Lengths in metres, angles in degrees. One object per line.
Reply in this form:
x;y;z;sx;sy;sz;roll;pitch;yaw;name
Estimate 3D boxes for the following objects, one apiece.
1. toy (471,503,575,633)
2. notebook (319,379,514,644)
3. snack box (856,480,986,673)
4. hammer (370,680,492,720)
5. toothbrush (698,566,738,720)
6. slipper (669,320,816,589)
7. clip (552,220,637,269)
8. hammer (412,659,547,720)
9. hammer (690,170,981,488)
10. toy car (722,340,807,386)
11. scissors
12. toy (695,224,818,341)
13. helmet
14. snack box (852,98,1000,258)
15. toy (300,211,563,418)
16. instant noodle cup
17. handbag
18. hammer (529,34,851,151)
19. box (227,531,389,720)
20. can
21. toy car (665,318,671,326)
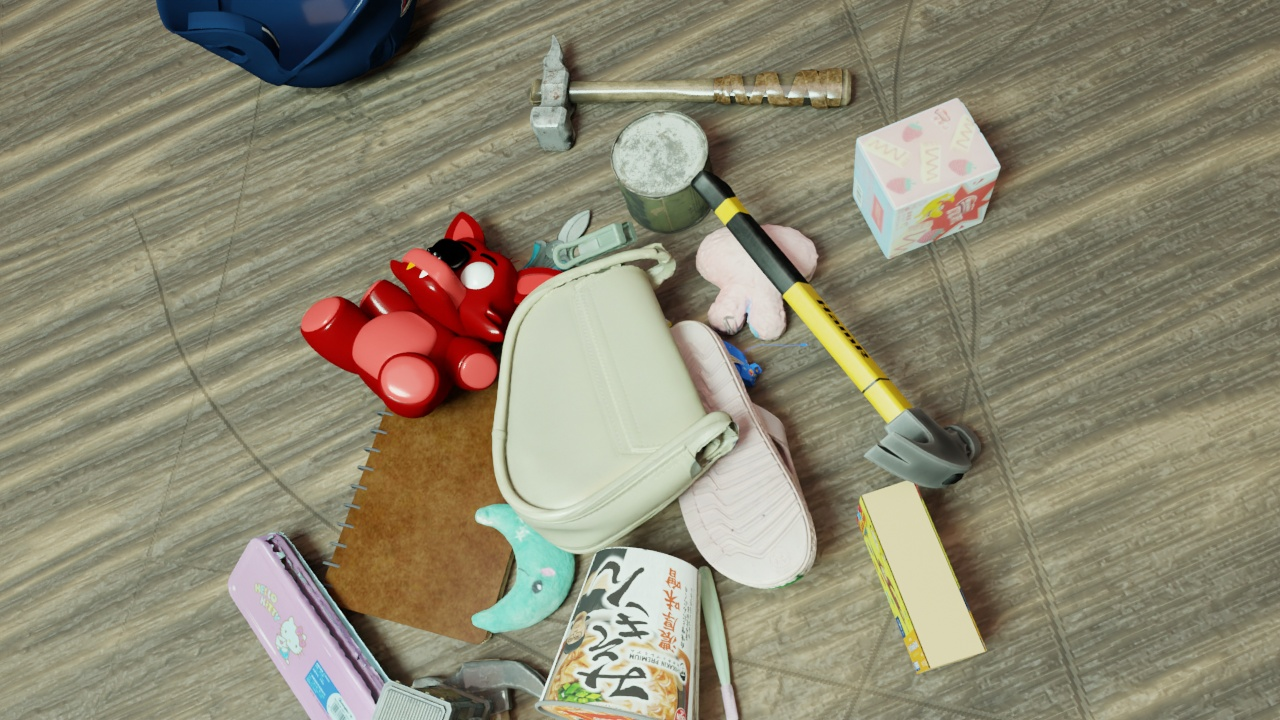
-0.096;0.172;0.763;0.085;0.033;0.105;3;78;-11;toy
-0.180;0.120;0.816;0.167;0.024;0.225;11;72;14;notebook
0.205;0.163;0.685;0.040;0.088;0.125;-19;67;4;snack box
-0.029;0.300;0.649;0.322;0.098;0.044;15;74;15;hammer
0.065;0.239;0.725;0.022;0.015;0.154;-12;67;5;toothbrush
0.073;0.077;0.752;0.094;0.064;0.239;-34;59;21;slipper
-0.039;-0.096;0.767;0.076;0.044;0.023;-17;90;38;clip
-0.095;0.394;0.692;0.119;0.031;0.330;-15;66;6;hammer
0.140;-0.034;0.726;0.034;0.169;0.324;-45;67;24;hammer
0.090;-0.014;0.804;0.092;0.033;0.062;37;87;21;toy car
-0.091;-0.083;0.879;0.136;0.019;0.138;-16;66;3;scissors
0.100;-0.071;0.819;0.108;0.053;0.105;8;82;12;toy
-0.327;-0.395;0.929;0.273;0.222;0.232;-8;81;40;helmet
0.244;-0.155;0.796;0.095;0.093;0.079;-22;67;2;snack box
-0.177;-0.044;0.809;0.158;0.121;0.196;31;66;28;toy
-0.006;0.215;0.700;0.124;0.124;0.121;5;61;13;instant noodle cup
-0.023;0.036;0.752;0.184;0.132;0.228;-23;56;5;handbag
0.045;-0.269;0.910;0.319;0.049;0.121;2;67;11;hammer
-0.272;0.240;0.770;0.214;0.033;0.076;44;113;23;box
0.023;-0.175;0.860;0.090;0.074;0.089;-4;70;10;can
-0.005;0.005;0.820;0.048;0.033;0.105;13;74;14;toy car
